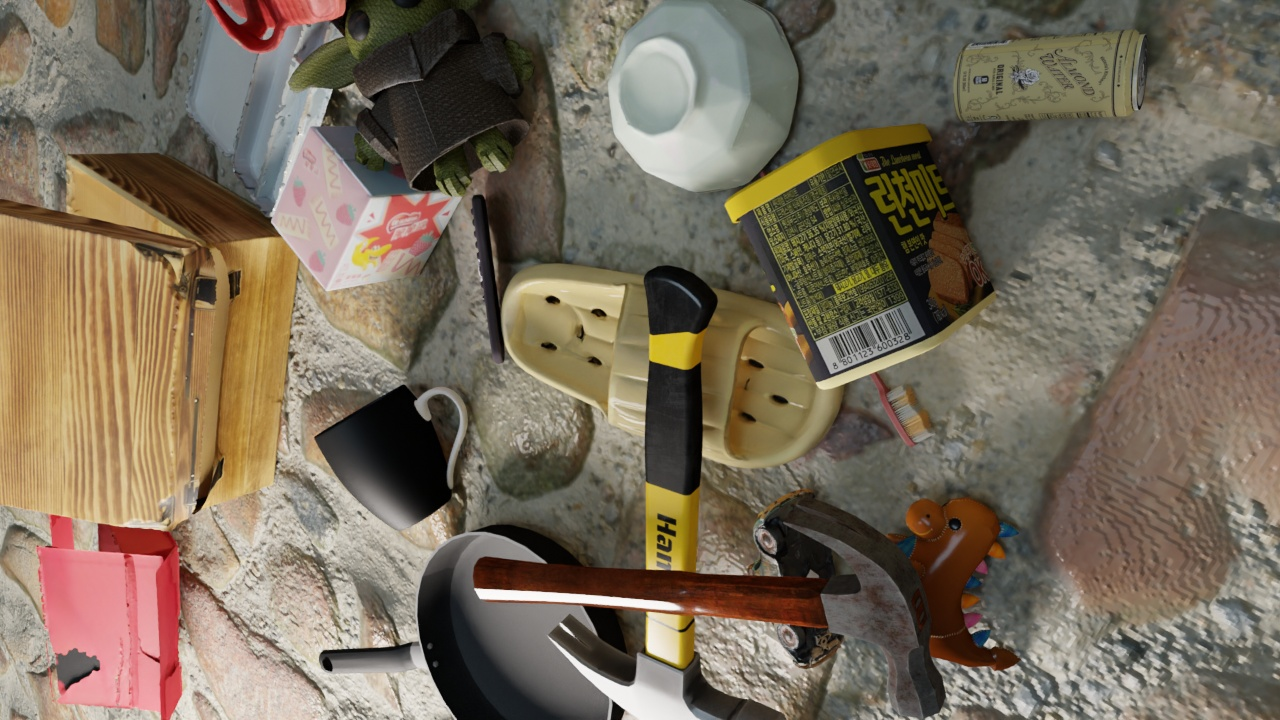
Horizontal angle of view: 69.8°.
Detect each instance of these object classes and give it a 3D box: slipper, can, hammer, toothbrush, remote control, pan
[{"bbox_3d":[-0.004,0.003,0.591,0.262,0.079,0.111,18,115,31],"label":"slipper"},{"bbox_3d":[0.195,-0.135,0.438,0.080,0.038,0.038,7,106,34],"label":"can"},{"bbox_3d":[0.015,0.098,0.558,0.170,0.034,0.325,15,119,28],"label":"hammer"},{"bbox_3d":[-0.283,-0.271,0.646,0.249,0.059,0.104,28,146,46],"label":"slipper"},{"bbox_3d":[0.117,-0.034,0.534,0.016,0.015,0.184,-34,80,36],"label":"toothbrush"},{"bbox_3d":[0.116,-0.054,0.459,0.073,0.130,0.101,-26,89,37],"label":"can"},{"bbox_3d":[-0.112,-0.059,0.673,0.009,0.046,0.124,-7,101,-4],"label":"remote control"},{"bbox_3d":[0.016,0.135,0.538,0.301,0.028,0.111,-6,107,35],"label":"hammer"},{"bbox_3d":[-0.154,0.245,0.777,0.357,0.044,0.204,-16,92,37],"label":"pan"}]

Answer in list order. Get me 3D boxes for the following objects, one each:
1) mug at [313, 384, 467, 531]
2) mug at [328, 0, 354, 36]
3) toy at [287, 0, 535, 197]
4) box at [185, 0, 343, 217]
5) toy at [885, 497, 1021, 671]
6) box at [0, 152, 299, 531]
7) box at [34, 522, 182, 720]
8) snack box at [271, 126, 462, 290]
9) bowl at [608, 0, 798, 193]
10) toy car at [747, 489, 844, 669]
[{"bbox_3d":[-0.187,0.075,0.744,0.119,0.085,0.100,-29,97,7],"label":"mug"},{"bbox_3d":[-0.202,-0.304,0.660,0.116,0.080,0.107,-42,77,8],"label":"mug"},{"bbox_3d":[-0.142,-0.188,0.625,0.179,0.078,0.152,-29,90,8],"label":"toy"},{"bbox_3d":[-0.321,-0.250,0.782,0.190,0.037,0.209,46,123,26],"label":"box"},{"bbox_3d":[0.183,0.127,0.517,0.103,0.070,0.090,31,106,0],"label":"toy"},{"bbox_3d":[-0.474,-0.007,0.810,0.270,0.263,0.280,27,114,25],"label":"box"},{"bbox_3d":[-0.535,0.338,0.919,0.467,0.138,0.215,-133,49,-58],"label":"box"},{"bbox_3d":[-0.204,-0.116,0.690,0.079,0.092,0.095,48,123,16],"label":"snack box"},{"bbox_3d":[0.026,-0.156,0.534,0.118,0.061,0.117,8,103,36],"label":"bowl"},{"bbox_3d":[0.092,0.134,0.574,0.047,0.047,0.112,1,108,54],"label":"toy car"}]
